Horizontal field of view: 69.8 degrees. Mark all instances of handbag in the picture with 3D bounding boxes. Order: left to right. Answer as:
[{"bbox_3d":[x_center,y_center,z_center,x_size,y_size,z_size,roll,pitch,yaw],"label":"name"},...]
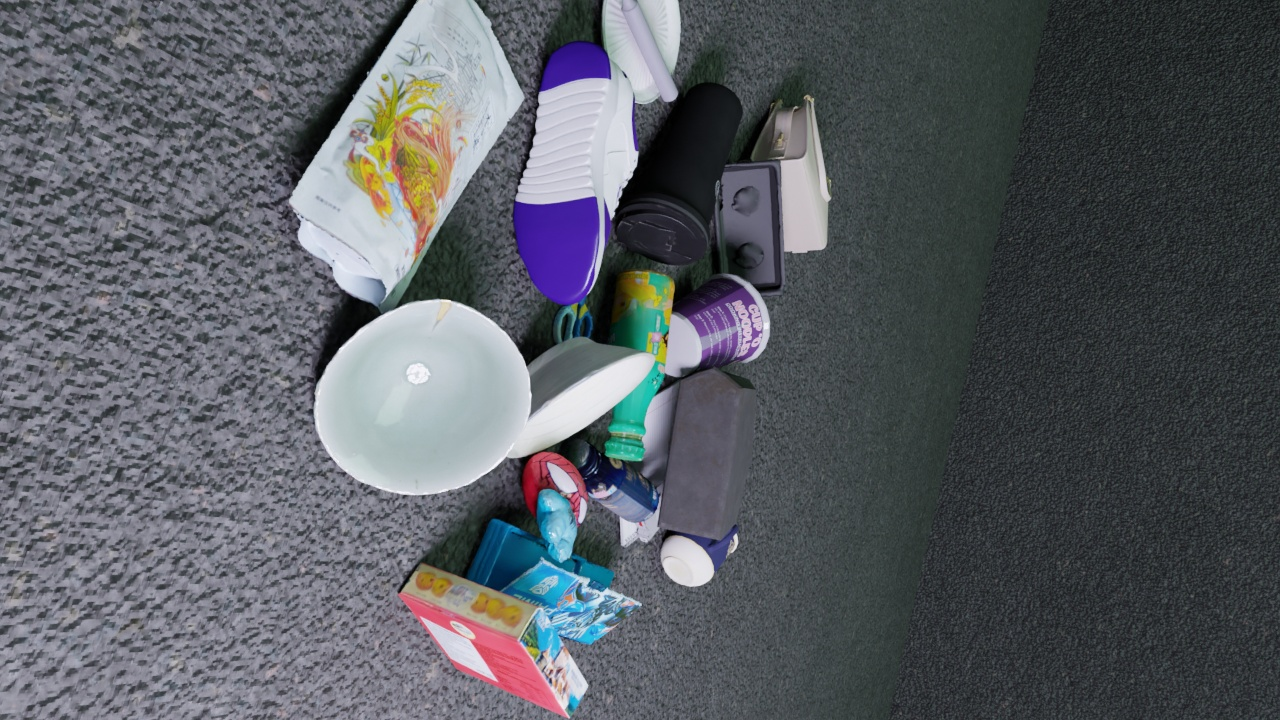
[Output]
[{"bbox_3d":[0.088,0.111,1.168,0.199,0.102,0.197,13,86,-72],"label":"handbag"},{"bbox_3d":[0.233,-0.292,1.350,0.195,0.101,0.197,63,35,-47],"label":"handbag"}]

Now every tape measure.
[{"bbox_3d":[0.015,0.189,1.172,0.060,0.020,0.062,-45,133,-44],"label":"tape measure"}]

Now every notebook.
[{"bbox_3d":[0.038,0.119,1.227,0.244,0.013,0.178,-28,121,-53],"label":"notebook"}]

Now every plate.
[{"bbox_3d":[-0.001,-0.359,0.993,0.156,0.014,0.157,-27,122,-54],"label":"plate"}]

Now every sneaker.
[{"bbox_3d":[-0.054,-0.178,0.904,0.111,0.092,0.244,-7,106,-68],"label":"sneaker"}]

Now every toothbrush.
[{"bbox_3d":[0.001,-0.346,0.964,0.019,0.018,0.188,-67,148,-22],"label":"toothbrush"}]

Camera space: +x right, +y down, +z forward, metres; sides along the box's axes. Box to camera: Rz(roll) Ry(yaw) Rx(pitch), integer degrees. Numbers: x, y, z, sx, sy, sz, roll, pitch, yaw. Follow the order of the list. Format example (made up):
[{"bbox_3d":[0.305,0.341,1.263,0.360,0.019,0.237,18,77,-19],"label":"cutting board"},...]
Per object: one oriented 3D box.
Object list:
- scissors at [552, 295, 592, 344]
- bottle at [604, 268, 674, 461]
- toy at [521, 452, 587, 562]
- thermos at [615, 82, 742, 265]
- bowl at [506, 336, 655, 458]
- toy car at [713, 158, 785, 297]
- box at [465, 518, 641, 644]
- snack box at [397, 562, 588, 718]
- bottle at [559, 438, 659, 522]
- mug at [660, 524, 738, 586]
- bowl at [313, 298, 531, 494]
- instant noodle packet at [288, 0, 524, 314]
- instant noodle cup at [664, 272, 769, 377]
[{"bbox_3d":[-0.063,-0.072,0.990,0.070,0.022,0.130,13,86,-59],"label":"scissors"},{"bbox_3d":[-0.006,0.006,1.026,0.068,0.068,0.209,26,69,-59],"label":"bottle"},{"bbox_3d":[-0.086,0.146,0.938,0.092,0.062,0.132,59,8,-30],"label":"toy"},{"bbox_3d":[0.054,-0.218,1.056,0.106,0.106,0.218,58,46,-50],"label":"thermos"},{"bbox_3d":[-0.074,0.024,0.915,0.176,0.058,0.177,-33,167,-9],"label":"bowl"},{"bbox_3d":[0.146,-0.184,1.251,0.071,0.094,0.192,-87,170,-62],"label":"toy car"},{"bbox_3d":[-0.085,0.251,0.988,0.243,0.085,0.091,43,64,-56],"label":"box"},{"bbox_3d":[-0.135,0.260,0.850,0.040,0.143,0.145,-56,143,-34],"label":"snack box"},{"bbox_3d":[-0.036,0.139,1.060,0.161,0.056,0.056,43,62,-48],"label":"bottle"},{"bbox_3d":[0.083,0.257,1.256,0.085,0.112,0.089,53,48,-7],"label":"mug"},{"bbox_3d":[-0.179,0.022,0.759,0.174,0.068,0.174,-8,118,-16],"label":"bowl"},{"bbox_3d":[-0.172,-0.176,0.732,0.268,0.057,0.147,-67,150,-28],"label":"instant noodle packet"},{"bbox_3d":[0.074,-0.031,1.153,0.121,0.122,0.137,-24,149,-43],"label":"instant noodle cup"}]
